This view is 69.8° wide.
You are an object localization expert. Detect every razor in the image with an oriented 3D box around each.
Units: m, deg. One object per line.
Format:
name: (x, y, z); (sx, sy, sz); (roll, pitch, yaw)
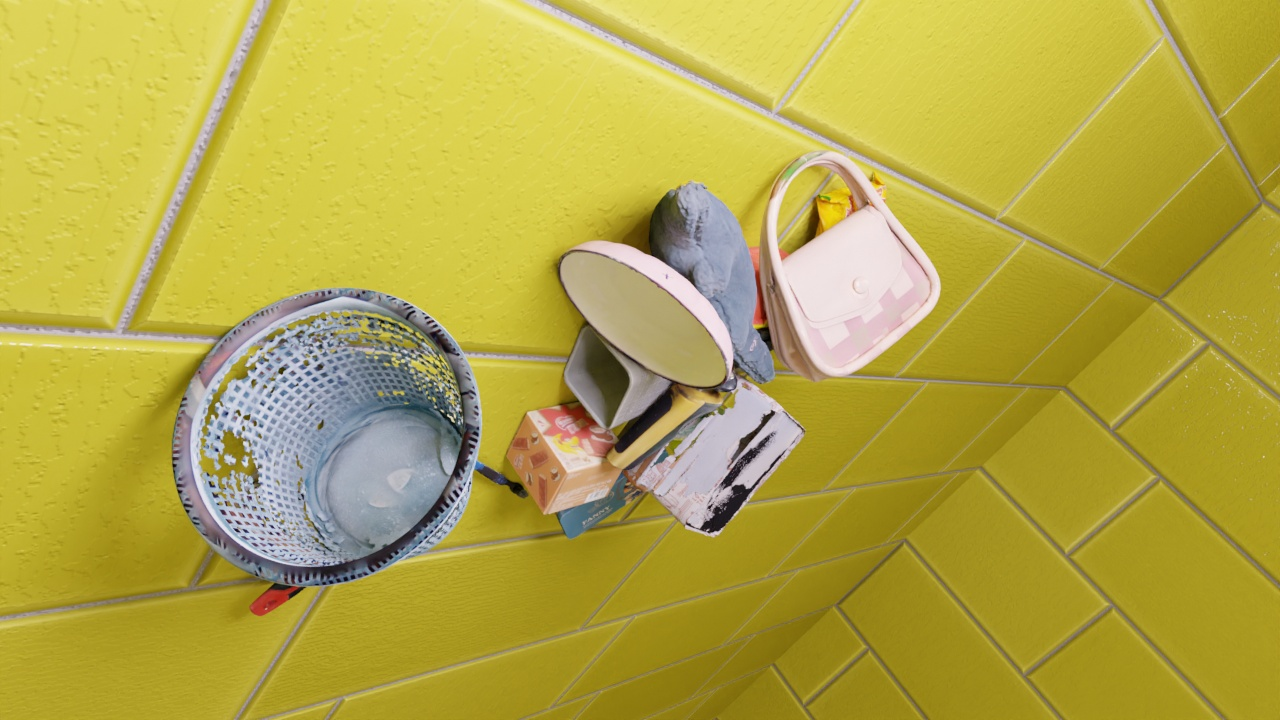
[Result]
razor: (0.029, 0.057, 0.990); (0.168, 0.062, 0.067); (-42, 127, 12)

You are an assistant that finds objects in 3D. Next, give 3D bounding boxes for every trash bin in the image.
trash bin: (-0.231, 0.081, 0.760); (0.226, 0.226, 0.195); (-32, 164, -11)

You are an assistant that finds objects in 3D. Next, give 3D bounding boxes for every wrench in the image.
wrench: (-0.297, 0.180, 0.981); (0.273, 0.016, 0.056); (-39, 151, -10)

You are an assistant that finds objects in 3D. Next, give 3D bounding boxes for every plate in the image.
plate: (0.010, -0.048, 0.861); (0.039, 0.192, 0.193); (-53, 156, -20)

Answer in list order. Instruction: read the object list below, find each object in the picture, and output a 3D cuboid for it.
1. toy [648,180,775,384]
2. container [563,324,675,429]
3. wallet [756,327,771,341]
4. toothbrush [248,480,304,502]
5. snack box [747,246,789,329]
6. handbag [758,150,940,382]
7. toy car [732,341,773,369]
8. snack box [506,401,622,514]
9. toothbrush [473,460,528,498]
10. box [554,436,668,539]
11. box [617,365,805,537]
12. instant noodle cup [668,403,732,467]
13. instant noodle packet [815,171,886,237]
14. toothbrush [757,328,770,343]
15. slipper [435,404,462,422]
toy: (0.070, -0.087, 0.902); (0.091, 0.137, 0.356); (-29, 146, 3)
container: (-0.006, 0.006, 1.011); (0.114, 0.090, 0.090); (-17, 146, -39)
wallet: (0.184, -0.053, 1.117); (0.101, 0.125, 0.032); (-30, 114, -18)
toothbrush: (-0.322, 0.144, 0.924); (0.015, 0.018, 0.181); (-48, 153, 3)
snack box: (0.136, -0.087, 1.054); (0.091, 0.082, 0.080); (-12, 128, -40)
handbag: (0.209, -0.114, 1.000); (0.193, 0.093, 0.234); (-34, 112, -19)
toy car: (0.157, -0.027, 1.206); (0.105, 0.031, 0.049); (-27, 151, -17)
snack box: (-0.085, 0.110, 1.062); (0.092, 0.094, 0.077); (-10, 141, -41)
toothbrush: (-0.169, 0.138, 1.078); (0.014, 0.016, 0.189); (-43, 156, -4)
box: (-0.049, 0.162, 1.217); (0.184, 0.061, 0.090); (-34, 151, -11)
box: (0.059, 0.083, 1.086); (0.182, 0.178, 0.152); (-50, 151, 2)
instant noodle cup: (0.077, 0.089, 1.215); (0.112, 0.111, 0.123); (-40, 144, 2)
instant noodle packet: (0.249, -0.151, 1.088); (0.110, 0.044, 0.129); (-23, 125, -32)
toothbrush: (0.109, -0.007, 1.119); (0.016, 0.014, 0.189); (-2, 165, -26)
slipper: (-0.236, 0.123, 0.913); (0.190, 0.081, 0.092); (-41, 134, -6)
